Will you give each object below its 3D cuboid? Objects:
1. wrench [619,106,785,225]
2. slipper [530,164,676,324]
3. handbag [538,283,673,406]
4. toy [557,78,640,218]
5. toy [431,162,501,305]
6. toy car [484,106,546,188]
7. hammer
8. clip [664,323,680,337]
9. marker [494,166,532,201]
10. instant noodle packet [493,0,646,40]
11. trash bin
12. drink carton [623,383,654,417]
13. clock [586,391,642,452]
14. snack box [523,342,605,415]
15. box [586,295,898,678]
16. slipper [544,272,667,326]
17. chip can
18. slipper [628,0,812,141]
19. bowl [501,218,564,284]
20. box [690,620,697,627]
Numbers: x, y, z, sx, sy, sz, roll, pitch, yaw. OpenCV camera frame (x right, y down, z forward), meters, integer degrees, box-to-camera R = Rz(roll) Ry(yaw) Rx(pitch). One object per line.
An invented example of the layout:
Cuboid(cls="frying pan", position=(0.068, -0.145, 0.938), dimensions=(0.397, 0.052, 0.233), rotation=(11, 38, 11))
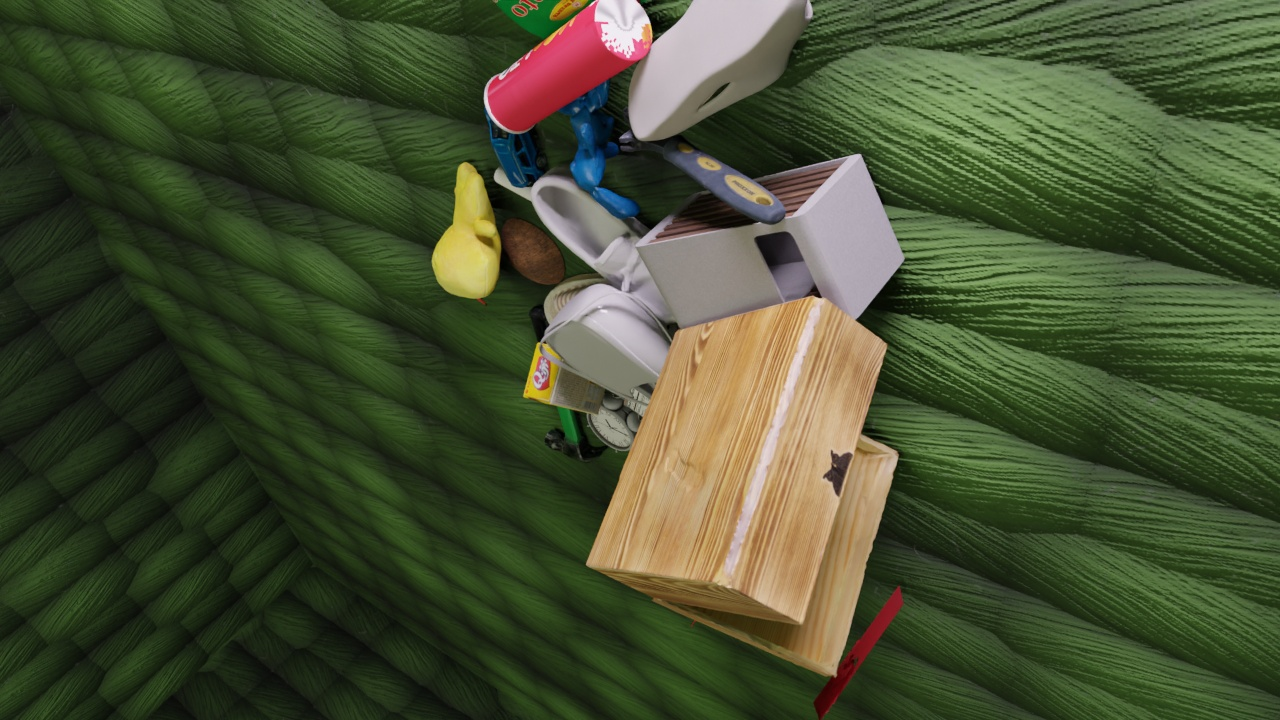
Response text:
Cuboid(cls="wrench", position=(0.052, -0.195, 0.897), dimensions=(0.273, 0.073, 0.022), rotation=(45, 155, 44))
Cuboid(cls="slipper", position=(-0.032, -0.138, 1.104), dimensions=(0.247, 0.074, 0.112), rotation=(44, 135, 1))
Cuboid(cls="handbag", position=(-0.007, 0.007, 1.145), dimensions=(0.222, 0.095, 0.216), rotation=(40, 157, -12))
Cuboid(cls="toy", position=(-0.052, -0.240, 1.024), dimensions=(0.113, 0.071, 0.176), rotation=(21, 128, 64))
Cuboid(cls="toy", position=(-0.238, -0.170, 1.279), dimensions=(0.133, 0.092, 0.208), rotation=(-124, 41, -50))
Cuboid(cls="toy car", position=(-0.155, -0.268, 1.131), dimensions=(0.056, 0.043, 0.120), rotation=(13, 136, 39))
Cuboid(cls="hammer", position=(-0.126, 0.045, 1.458), dimensions=(0.130, 0.032, 0.319), rotation=(22, 140, 32))
Cuboid(cls="clip", position=(0.050, -0.020, 1.200), dimensions=(0.058, 0.052, 0.102), rotation=(26, 155, -27))
Cuboid(cls="marker", position=(-0.132, -0.213, 1.182), dimensions=(0.133, 0.027, 0.023), rotation=(31, 118, 20))
Cuboid(cls="instant noodle packet", position=(-0.114, -0.415, 0.874), dimensions=(0.252, 0.090, 0.196), rotation=(42, 152, -26))
Cuboid(cls="trash bin", position=(0.127, -0.111, 0.935), dimensions=(0.229, 0.114, 0.114), rotation=(-3, 125, 49))
Cuboid(cls="drink carton", position=(0.042, 0.063, 1.278), dimensions=(0.125, 0.048, 0.076), rotation=(35, 146, 15))
Cuboid(cls="clock", position=(-0.035, 0.091, 1.403), dimensions=(0.094, 0.035, 0.123), rotation=(42, 148, 3))
Cuboid(cls="snack box", position=(-0.105, 0.027, 1.325), dimensions=(0.061, 0.083, 0.105), rotation=(13, 177, 40))
Cuboid(cls="box", position=(0.156, 0.151, 0.951), dimensions=(0.334, 0.278, 0.287), rotation=(31, 158, -27))
Cuboid(cls="slipper", position=(-0.050, -0.061, 1.238), dimensions=(0.264, 0.052, 0.115), rotation=(-9, 119, 51))
Cuboid(cls="chip can", position=(-0.080, -0.303, 0.950), dimensions=(0.221, 0.069, 0.069), rotation=(-11, 119, 53))
Cuboid(cls="slipper", position=(0.083, -0.282, 0.836), dimensions=(0.267, 0.080, 0.112), rotation=(-34, 56, 53))
Cuboid(cls="bowl", position=(-0.158, -0.146, 1.284), dimensions=(0.114, 0.026, 0.102), rotation=(30, 144, 20))
Cuboid(cls="box", position=(0.082, 0.240, 1.290), dimensions=(0.165, 0.213, 0.153), rotation=(54, 152, -13))
